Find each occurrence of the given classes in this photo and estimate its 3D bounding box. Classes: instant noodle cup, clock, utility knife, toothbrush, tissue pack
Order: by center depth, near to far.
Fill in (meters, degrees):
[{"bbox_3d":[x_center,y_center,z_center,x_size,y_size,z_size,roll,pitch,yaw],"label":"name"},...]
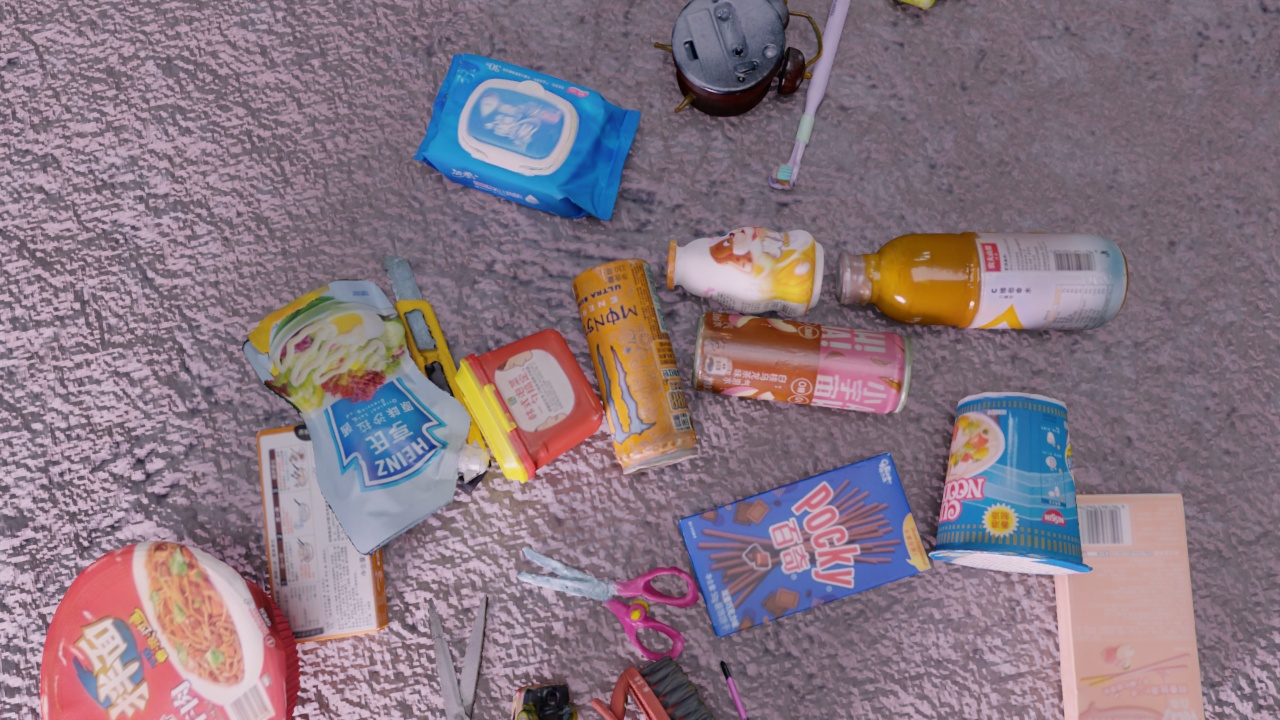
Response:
[{"bbox_3d":[0.247,0.082,0.615,0.099,0.099,0.109,7,73,3],"label":"instant noodle cup"},{"bbox_3d":[-0.301,0.214,0.615,0.194,0.065,0.194,-1,88,17],"label":"instant noodle cup"},{"bbox_3d":[0.094,0.295,0.626,0.017,0.014,0.189,-20,81,-11],"label":"toothbrush"},{"bbox_3d":[-0.154,0.005,0.678,0.033,0.015,0.193,-22,81,-4],"label":"utility knife"},{"bbox_3d":[-0.083,-0.166,0.681,0.157,0.052,0.095,19,83,5],"label":"tissue pack"},{"bbox_3d":[0.076,-0.230,0.683,0.122,0.055,0.082,-16,80,-1],"label":"clock"},{"bbox_3d":[0.134,-0.219,0.697,0.021,0.029,0.189,24,79,-35],"label":"toothbrush"}]

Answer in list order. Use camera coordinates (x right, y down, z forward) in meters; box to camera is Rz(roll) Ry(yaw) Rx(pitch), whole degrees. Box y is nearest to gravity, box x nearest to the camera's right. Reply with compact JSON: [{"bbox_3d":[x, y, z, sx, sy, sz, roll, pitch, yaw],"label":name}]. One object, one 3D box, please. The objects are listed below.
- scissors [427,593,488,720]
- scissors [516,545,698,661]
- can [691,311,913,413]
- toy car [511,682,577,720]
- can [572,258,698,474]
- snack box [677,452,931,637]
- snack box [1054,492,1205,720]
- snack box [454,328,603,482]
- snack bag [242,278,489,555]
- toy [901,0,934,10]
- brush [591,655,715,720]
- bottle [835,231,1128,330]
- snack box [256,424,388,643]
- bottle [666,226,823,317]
[{"bbox_3d":[-0.128,0.260,0.641,0.159,0.014,0.170,42,84,8],"label":"scissors"},{"bbox_3d":[-0.023,0.154,0.645,0.137,0.017,0.077,27,101,9],"label":"scissors"},{"bbox_3d":[0.111,0.001,0.645,0.147,0.058,0.058,7,82,4],"label":"can"},{"bbox_3d":[-0.069,0.266,0.623,0.042,0.035,0.090,8,79,-40],"label":"toy car"},{"bbox_3d":[-0.004,0.004,0.650,0.058,0.058,0.146,-15,81,0],"label":"can"},{"bbox_3d":[0.114,0.128,0.642,0.157,0.026,0.084,-18,81,0],"label":"snack box"},{"bbox_3d":[0.330,0.170,0.626,0.084,0.026,0.157,-1,82,2],"label":"snack box"},{"bbox_3d":[-0.076,0.029,0.641,0.080,0.082,0.091,-28,81,-12],"label":"snack box"},{"bbox_3d":[-0.192,0.032,0.644,0.110,0.039,0.191,-28,68,-25],"label":"snack bag"},{"bbox_3d":[0.211,-0.320,0.702,0.100,0.031,0.096,27,82,7],"label":"toy"},{"bbox_3d":[0.028,0.270,0.607,0.069,0.063,0.146,-31,80,-16],"label":"brush"},{"bbox_3d":[0.234,-0.056,0.643,0.189,0.068,0.068,1,81,3],"label":"bottle"},{"bbox_3d":[-0.228,0.121,0.659,0.075,0.026,0.153,-9,82,1],"label":"snack box"},{"bbox_3d":[0.073,-0.064,0.654,0.108,0.063,0.063,4,82,3],"label":"bottle"}]
